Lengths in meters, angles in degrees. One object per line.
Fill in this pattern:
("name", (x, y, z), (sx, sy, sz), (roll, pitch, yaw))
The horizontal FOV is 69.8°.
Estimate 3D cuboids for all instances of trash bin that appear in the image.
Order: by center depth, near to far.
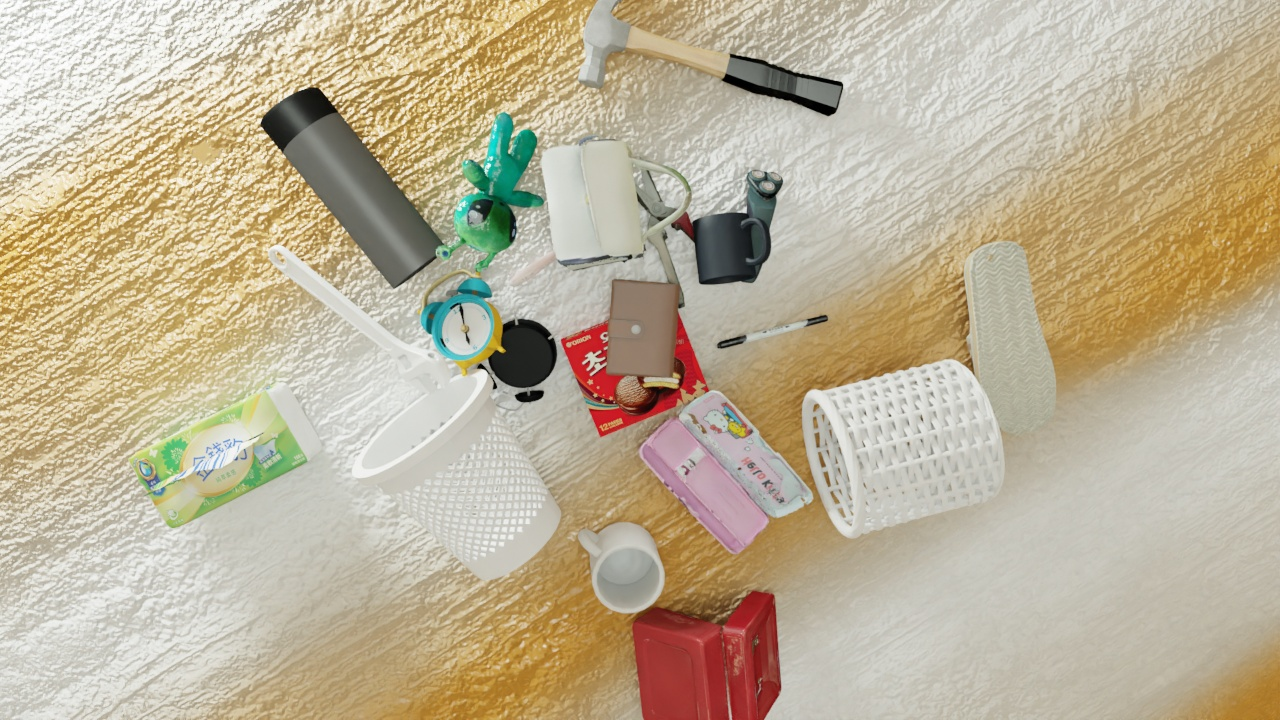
("trash bin", (-0.208, 0.149, 1.121), (0.195, 0.195, 0.199), (-35, 109, 0))

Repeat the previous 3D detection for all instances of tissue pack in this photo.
("tissue pack", (-0.506, 0.119, 1.101), (0.197, 0.141, 0.120), (-33, 100, 0))

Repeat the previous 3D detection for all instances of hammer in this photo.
("hammer", (0.091, -0.368, 1.137), (0.328, 0.039, 0.131), (14, 96, -7))

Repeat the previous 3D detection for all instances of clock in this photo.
("clock", (-0.221, -0.050, 1.138), (0.099, 0.043, 0.129), (-32, 72, 9))
("clock", (-0.155, 0.005, 1.166), (0.091, 0.042, 0.121), (25, 95, -8))

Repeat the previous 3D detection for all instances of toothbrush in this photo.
("toothbrush", (-0.091, -0.146, 1.163), (0.181, 0.018, 0.015), (-34, 97, 1))

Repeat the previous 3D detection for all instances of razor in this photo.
("razor", (0.148, -0.169, 1.170), (0.047, 0.052, 0.143), (6, 107, -8))

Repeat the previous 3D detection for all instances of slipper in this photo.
("slipper", (0.485, -0.031, 1.215), (0.115, 0.052, 0.263), (-17, 103, -5))

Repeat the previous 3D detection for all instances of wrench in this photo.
("wrench", (-0.348, -0.052, 1.133), (0.273, 0.018, 0.066), (39, 133, -2))

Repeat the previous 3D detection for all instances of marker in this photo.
("marker", (0.173, -0.038, 1.205), (0.152, 0.011, 0.011), (-15, 99, -3))

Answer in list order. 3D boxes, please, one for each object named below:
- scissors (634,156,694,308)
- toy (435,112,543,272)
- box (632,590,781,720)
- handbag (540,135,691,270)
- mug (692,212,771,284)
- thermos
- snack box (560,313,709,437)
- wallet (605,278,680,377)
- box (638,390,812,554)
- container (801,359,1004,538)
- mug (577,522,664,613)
("scissors", (0.043, -0.159, 1.174), (0.185, 0.015, 0.179), (10, 97, -6))
("toy", (-0.181, -0.200, 1.115), (0.130, 0.072, 0.193), (24, 81, -47))
("box", (0.085, 0.405, 1.228), (0.170, 0.156, 0.157), (-1, 100, 22))
("handbag", (-0.025, -0.195, 1.113), (0.176, 0.074, 0.151), (-7, 90, 3))
("mug", (0.116, -0.140, 1.126), (0.071, 0.105, 0.077), (-4, 86, -45))
("thermos", (-0.340, -0.206, 1.098), (0.082, 0.082, 0.240), (-38, 100, 1))
("snack box", (-0.007, 0.007, 1.183), (0.152, 0.036, 0.132), (-22, 100, -2))
("wallet", (0.003, -0.039, 1.150), (0.087, 0.013, 0.121), (3, 98, -6))
("box", (0.110, 0.144, 1.204), (0.154, 0.066, 0.201), (-40, 100, 12))
("container", (0.323, 0.108, 1.151), (0.186, 0.189, 0.189), (-14, 99, -4))
("mug", (-0.031, 0.258, 1.190), (0.121, 0.090, 0.091), (38, 93, -9))
